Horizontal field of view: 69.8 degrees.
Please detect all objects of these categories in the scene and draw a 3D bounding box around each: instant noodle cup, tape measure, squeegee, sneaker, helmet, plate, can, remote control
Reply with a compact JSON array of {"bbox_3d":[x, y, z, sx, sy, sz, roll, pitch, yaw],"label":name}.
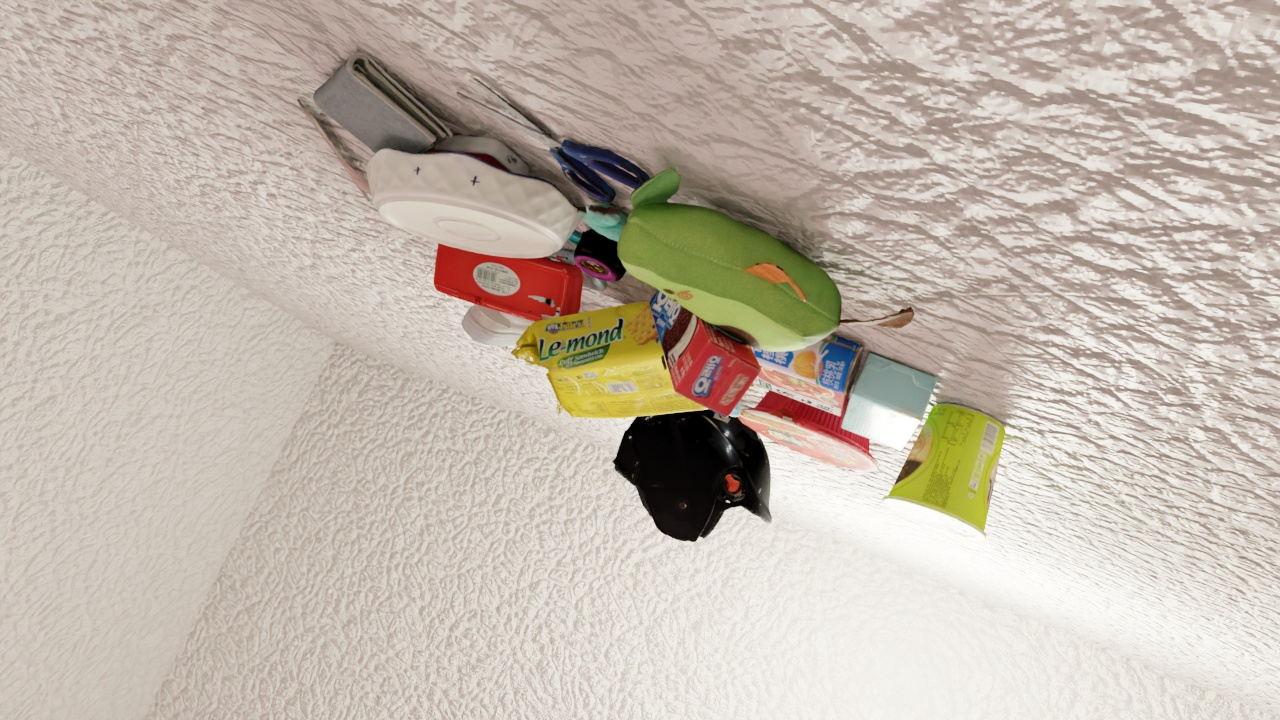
[{"bbox_3d":[0.335,0.116,0.991,0.112,0.123,0.112,23,167,5],"label":"instant noodle cup"},{"bbox_3d":[-0.037,-0.109,0.932,0.057,0.039,0.058,25,164,-6],"label":"tape measure"},{"bbox_3d":[0.227,0.079,1.196,0.194,0.065,0.194,23,170,4],"label":"instant noodle cup"},{"bbox_3d":[-0.247,-0.179,1.040,0.249,0.040,0.248,23,168,3],"label":"squeegee"},{"bbox_3d":[-0.130,-0.062,1.277,0.241,0.091,0.089,10,-146,-48],"label":"sneaker"},{"bbox_3d":[0.094,0.171,1.484,0.274,0.230,0.233,15,179,-6],"label":"helmet"},{"bbox_3d":[-0.160,-0.143,0.875,0.205,0.045,0.205,11,173,1],"label":"plate"},{"bbox_3d":[0.157,-0.012,0.943,0.135,0.053,0.053,20,168,19],"label":"can"},{"bbox_3d":[-0.165,-0.190,0.861,0.136,0.020,0.056,15,166,39],"label":"remote control"}]

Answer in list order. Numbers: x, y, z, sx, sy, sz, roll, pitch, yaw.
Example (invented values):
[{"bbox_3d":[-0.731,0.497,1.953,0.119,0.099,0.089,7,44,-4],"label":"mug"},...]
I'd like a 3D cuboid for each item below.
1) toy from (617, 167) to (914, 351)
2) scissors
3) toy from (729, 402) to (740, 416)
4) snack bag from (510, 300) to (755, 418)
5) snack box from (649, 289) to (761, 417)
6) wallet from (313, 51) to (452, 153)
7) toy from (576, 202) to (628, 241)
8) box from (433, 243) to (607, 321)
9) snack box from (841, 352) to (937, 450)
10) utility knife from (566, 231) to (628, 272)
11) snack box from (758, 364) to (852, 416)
[{"bbox_3d":[0.086,-0.064,0.749,0.246,0.090,0.227,23,175,-19],"label":"toy"},{"bbox_3d":[-0.064,-0.174,0.748,0.163,0.012,0.162,19,168,27],"label":"scissors"},{"bbox_3d":[0.074,0.016,1.191,0.156,0.050,0.161,47,-178,14],"label":"toy"},{"bbox_3d":[-0.006,0.006,1.040,0.247,0.068,0.158,-8,145,16],"label":"snack bag"},{"bbox_3d":[0.053,-0.025,0.843,0.057,0.058,0.207,27,-161,-17],"label":"snack box"},{"bbox_3d":[-0.229,-0.220,0.819,0.106,0.037,0.130,39,161,-26],"label":"wallet"},{"bbox_3d":[-0.015,-0.121,0.842,0.092,0.030,0.096,24,178,-10],"label":"toy"},{"bbox_3d":[-0.140,-0.107,1.102,0.202,0.095,0.098,17,-164,25],"label":"box"},{"bbox_3d":[0.267,0.048,0.999,0.074,0.051,0.175,22,168,14],"label":"snack box"},{"bbox_3d":[-0.072,-0.128,0.975,0.187,0.013,0.029,26,162,-5],"label":"utility knife"},{"bbox_3d":[0.175,0.010,1.032,0.127,0.044,0.113,21,169,16],"label":"snack box"}]
